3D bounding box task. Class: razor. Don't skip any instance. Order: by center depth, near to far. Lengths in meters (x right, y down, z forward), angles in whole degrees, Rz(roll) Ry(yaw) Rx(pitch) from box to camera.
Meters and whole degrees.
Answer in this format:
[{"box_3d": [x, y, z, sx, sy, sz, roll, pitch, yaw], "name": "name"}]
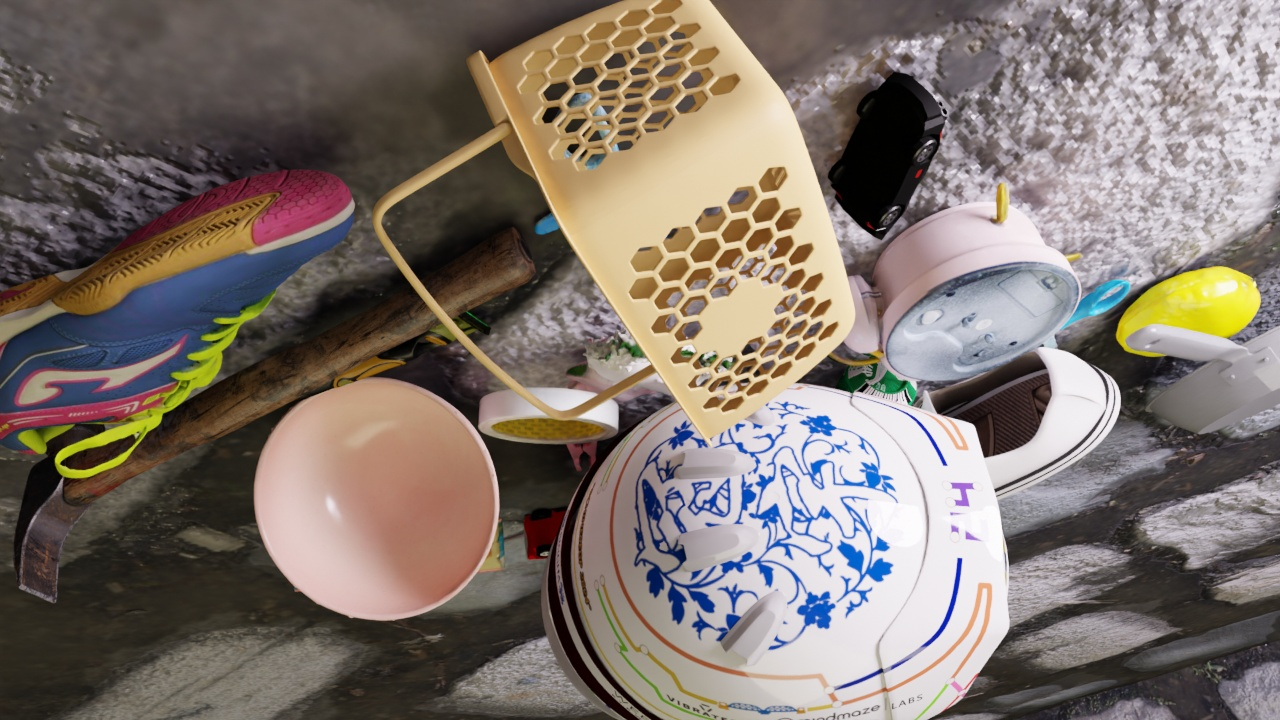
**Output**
[{"box_3d": [-0.161, 0.000, 0.539, 0.144, 0.021, 0.044, -18, 164, 8], "name": "razor"}]

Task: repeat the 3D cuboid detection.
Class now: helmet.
[{"box_3d": [0.072, 0.128, 0.592, 0.315, 0.230, 0.236, -5, 152, 10], "name": "helmet"}]

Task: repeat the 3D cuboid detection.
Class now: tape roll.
[{"box_3d": [-0.062, 0.039, 0.618, 0.094, 0.019, 0.094, 1, 163, 0], "name": "tape roll"}]

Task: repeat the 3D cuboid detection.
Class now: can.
[{"box_3d": [0.166, 0.038, 0.682, 0.053, 0.053, 0.101, -4, 147, -11], "name": "can"}]

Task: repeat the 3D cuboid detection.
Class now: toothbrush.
[{"box_3d": [0.069, -0.030, 0.580, 0.019, 0.018, 0.188, -22, 146, 12], "name": "toothbrush"}]

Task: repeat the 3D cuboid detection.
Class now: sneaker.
[{"box_3d": [-0.229, -0.017, 0.445, 0.242, 0.116, 0.091, -18, 119, 18], "name": "sneaker"}, {"box_3d": [0.231, 0.064, 0.708, 0.097, 0.091, 0.246, 24, 139, -37], "name": "sneaker"}]

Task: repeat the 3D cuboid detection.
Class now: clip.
[{"box_3d": [-0.048, 0.063, 0.686, 0.045, 0.023, 0.060, 8, 141, -20], "name": "clip"}]

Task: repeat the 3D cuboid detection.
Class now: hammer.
[{"box_3d": [-0.204, 0.019, 0.506, 0.331, 0.119, 0.033, -26, 141, 10], "name": "hammer"}]

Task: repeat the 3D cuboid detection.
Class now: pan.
[{"box_3d": [0.436, 0.000, 0.656, 0.355, 0.050, 0.201, -2, 150, -42], "name": "pan"}]

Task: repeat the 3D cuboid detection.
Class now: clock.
[{"box_3d": [0.187, -0.034, 0.575, 0.116, 0.058, 0.158, 23, 134, -40], "name": "clock"}]

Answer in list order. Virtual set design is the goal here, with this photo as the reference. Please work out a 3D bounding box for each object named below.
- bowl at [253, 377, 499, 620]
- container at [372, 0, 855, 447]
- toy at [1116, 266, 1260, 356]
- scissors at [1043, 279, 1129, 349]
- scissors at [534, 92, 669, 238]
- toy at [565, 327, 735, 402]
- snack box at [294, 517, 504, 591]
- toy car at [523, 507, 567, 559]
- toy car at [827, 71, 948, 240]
[{"box_3d": [-0.161, 0.083, 0.594, 0.153, 0.153, 0.076, -13, -178, 2], "name": "bowl"}, {"box_3d": [-0.007, -0.045, 0.413, 0.167, 0.129, 0.183, -29, 143, 5], "name": "container"}, {"box_3d": [0.392, -0.032, 0.658, 0.095, 0.041, 0.094, 20, 140, -40], "name": "toy"}, {"box_3d": [0.288, -0.022, 0.670, 0.118, 0.014, 0.130, -2, 151, -20], "name": "scissors"}, {"box_3d": [-0.003, -0.093, 0.467, 0.125, 0.013, 0.130, -25, 141, 17], "name": "scissors"}, {"box_3d": [-0.004, 0.003, 0.592, 0.095, 0.041, 0.109, 12, 157, -32], "name": "toy"}, {"box_3d": [-0.180, 0.143, 0.699, 0.142, 0.040, 0.145, -3, 173, -12], "name": "snack box"}, {"box_3d": [-0.057, 0.147, 0.796, 0.089, 0.038, 0.025, -8, 150, -4], "name": "toy car"}, {"box_3d": [0.128, -0.105, 0.466, 0.036, 0.042, 0.092, -26, 154, -26], "name": "toy car"}]
